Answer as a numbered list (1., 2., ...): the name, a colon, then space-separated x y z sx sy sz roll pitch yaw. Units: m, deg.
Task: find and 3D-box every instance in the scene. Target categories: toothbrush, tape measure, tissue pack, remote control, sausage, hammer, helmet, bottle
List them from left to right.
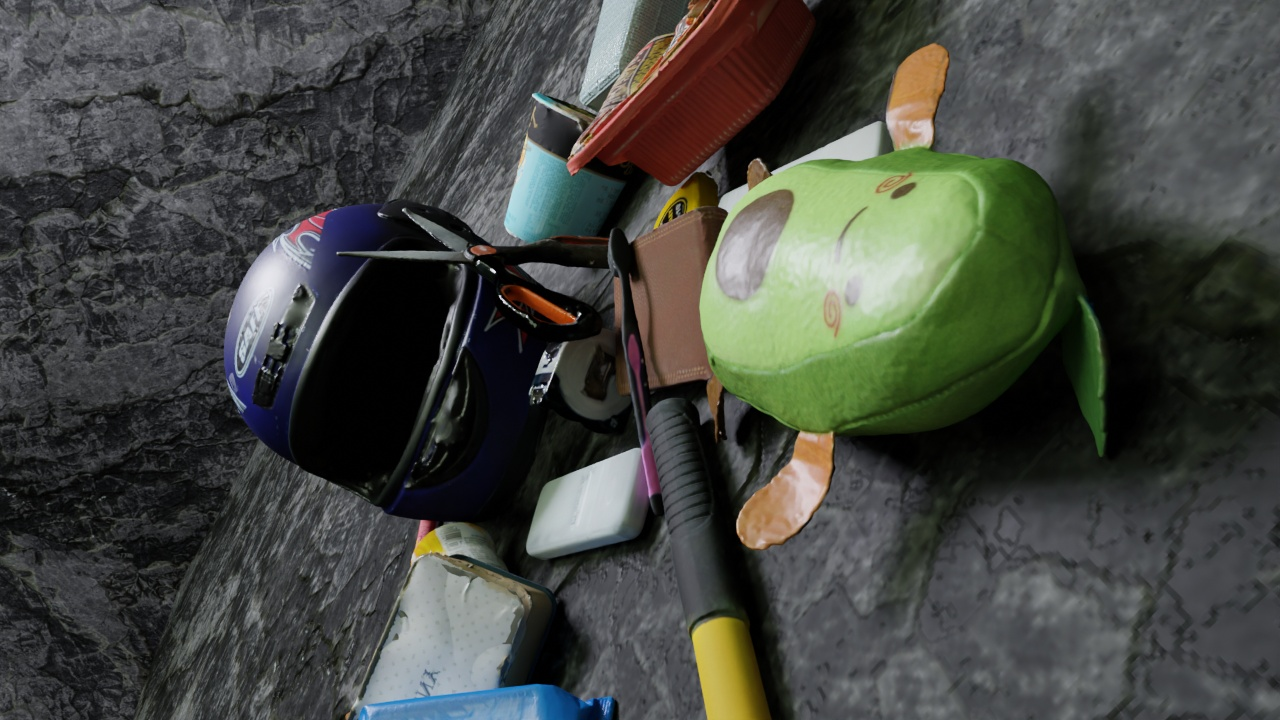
1. helmet: -0.212 -0.006 0.752 0.247 0.240 0.315 -68 18 10
2. sausage: -0.200 0.152 0.874 0.020 0.020 0.155 -46 29 35
3. bottle: -0.122 0.164 0.648 0.063 0.063 0.108 -58 38 13
4. tissue pack: -0.088 0.224 0.475 0.157 0.052 0.094 -10 45 11
5. tape measure: -0.036 0.010 0.620 0.034 0.065 0.066 -7 62 57
6. remote control: -0.033 0.094 0.588 0.136 0.020 0.055 -28 41 53
7. toothbrush: -0.003 0.003 0.559 0.018 0.014 0.189 121 143 -63
8. tape measure: 0.033 -0.091 0.627 0.057 0.029 0.059 -42 32 38
9. hammer: 0.035 0.121 0.409 0.129 0.033 0.300 -50 27 26
10. remote control: 0.087 -0.083 0.517 0.150 0.021 0.058 -13 61 61

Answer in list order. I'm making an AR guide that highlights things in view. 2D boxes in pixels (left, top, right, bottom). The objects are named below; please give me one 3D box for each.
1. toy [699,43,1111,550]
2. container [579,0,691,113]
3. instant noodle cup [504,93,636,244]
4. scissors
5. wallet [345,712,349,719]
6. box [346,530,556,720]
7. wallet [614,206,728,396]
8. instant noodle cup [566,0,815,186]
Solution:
1. toy: 0.085 -0.029 0.388 0.247 0.090 0.227 4 77 68
2. container: 0.008 -0.260 0.776 0.090 0.090 0.111 -15 55 60
3. instant noodle cup: -0.065 -0.157 0.811 0.121 0.111 0.111 -65 23 16
4. scissors: -0.093 -0.072 0.659 0.234 0.220 0.022 40 130 43
5. wallet: -0.217 0.326 0.723 0.108 0.031 0.131 -44 29 35
6. box: -0.120 0.202 0.561 0.061 0.090 0.184 61 -130 -69
7. wallet: 0.021 -0.031 0.565 0.125 0.032 0.101 -16 73 61
8. instant noodle cup: 0.045 -0.197 0.615 0.189 0.079 0.164 -35 19 47
